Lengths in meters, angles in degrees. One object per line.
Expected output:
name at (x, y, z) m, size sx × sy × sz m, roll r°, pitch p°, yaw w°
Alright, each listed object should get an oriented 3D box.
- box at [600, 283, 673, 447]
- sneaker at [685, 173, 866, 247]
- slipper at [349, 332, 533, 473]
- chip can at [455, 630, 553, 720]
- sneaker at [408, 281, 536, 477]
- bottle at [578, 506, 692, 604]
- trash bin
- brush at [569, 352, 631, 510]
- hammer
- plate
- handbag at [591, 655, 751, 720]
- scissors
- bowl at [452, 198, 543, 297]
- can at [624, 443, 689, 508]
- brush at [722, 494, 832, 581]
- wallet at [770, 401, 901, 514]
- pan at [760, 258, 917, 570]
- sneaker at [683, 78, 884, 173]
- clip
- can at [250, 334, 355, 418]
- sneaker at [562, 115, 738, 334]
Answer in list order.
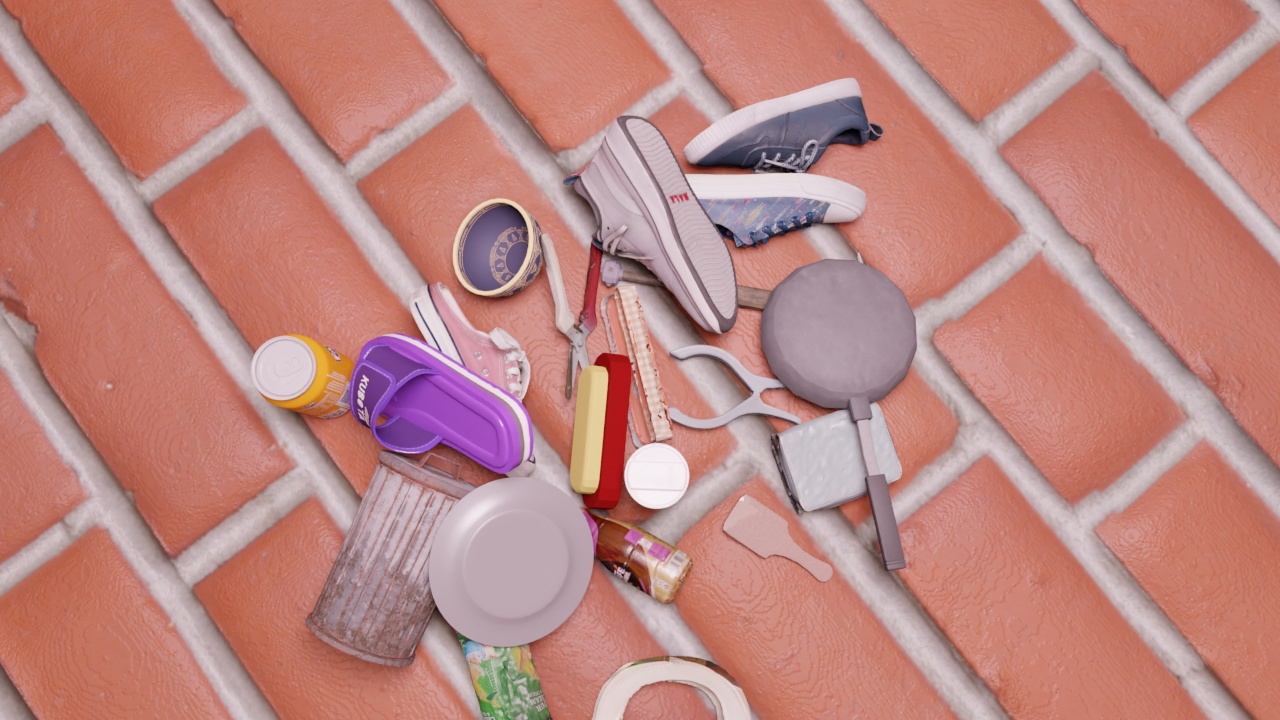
box at (-0.004, 0.006, 1.045) m, size 0.043 × 0.083 × 0.187 m, roll -11°, pitch 79°, yaw -16°
sneaker at (0.142, -0.169, 1.064) m, size 0.235 × 0.087 × 0.079 m, roll 3°, pitch 87°, yaw 4°
slipper at (-0.235, 0.051, 0.958) m, size 0.267 × 0.083 × 0.107 m, roll 21°, pitch 123°, yaw 34°
chip can at (-0.133, 0.380, 0.986) m, size 0.075 × 0.075 × 0.223 m, roll -19°, pitch 82°, yaw -3°
sneaker at (-0.164, 0.015, 1.016) m, size 0.088 × 0.118 × 0.241 m, roll -27°, pitch 97°, yaw 2°
bottle at (-0.026, 0.205, 1.019) m, size 0.166 × 0.059 × 0.059 m, roll 28°, pitch 82°, yaw 13°
trash bin at (-0.255, 0.202, 0.986) m, size 0.131 × 0.131 × 0.211 m, roll 23°, pitch 84°, yaw 4°
brush at (-0.047, 0.077, 1.018) m, size 0.041 × 0.082 × 0.173 m, roll 7°, pitch 84°, yaw -18°
hammer at (0.110, -0.081, 1.077) m, size 0.317 × 0.028 × 0.147 m, roll 10°, pitch 76°, yaw 2°
plate at (-0.131, 0.212, 0.959) m, size 0.178 × 0.012 × 0.178 m, roll -1°, pitch 92°, yaw -24°
handbag at (0.034, 0.418, 0.974) m, size 0.200 × 0.093 × 0.199 m, roll -1°, pitch 74°, yaw 1°
scissors at (-0.075, -0.063, 1.055) m, size 0.015 × 0.179 × 0.192 m, roll -3°, pitch 47°, yaw 37°
bowl at (-0.154, -0.124, 1.062) m, size 0.113 × 0.061 × 0.112 m, roll -6°, pitch 79°, yaw 29°
can at (0.017, 0.128, 0.998) m, size 0.067 × 0.121 × 0.067 m, roll 0°, pitch 81°, yaw 0°
brush at (0.159, 0.207, 1.041) m, size 0.135 × 0.015 × 0.050 m, roll 34°, pitch 84°, yaw 0°
wallet at (0.220, 0.108, 1.035) m, size 0.131 × 0.054 × 0.100 m, roll -17°, pitch 89°, yaw -5°
pan at (0.239, 0.048, 1.001) m, size 0.178 × 0.041 × 0.356 m, roll -8°, pitch 73°, yaw -4°
sneaker at (0.167, -0.257, 1.076) m, size 0.235 × 0.089 × 0.087 m, roll -19°, pitch 86°, yaw -7°
clip at (0.108, 0.009, 1.062) m, size 0.171 × 0.029 × 0.141 m, roll 0°, pitch 83°, yaw 0°
can at (-0.365, 0.019, 1.007) m, size 0.079 × 0.142 × 0.079 m, roll 0°, pitch 81°, yaw 0°
sneaker at (0.011, -0.134, 1.033) m, size 0.129 × 0.096 × 0.263 m, roll -30°, pitch 91°, yaw 38°
